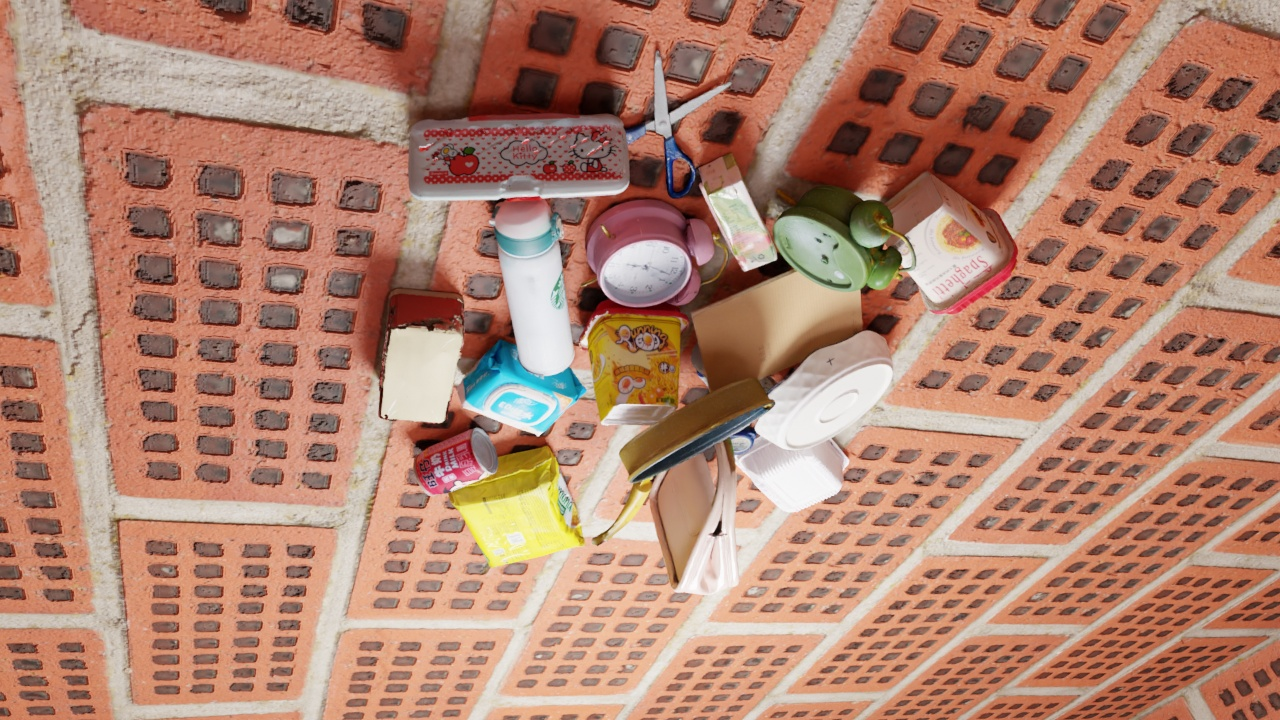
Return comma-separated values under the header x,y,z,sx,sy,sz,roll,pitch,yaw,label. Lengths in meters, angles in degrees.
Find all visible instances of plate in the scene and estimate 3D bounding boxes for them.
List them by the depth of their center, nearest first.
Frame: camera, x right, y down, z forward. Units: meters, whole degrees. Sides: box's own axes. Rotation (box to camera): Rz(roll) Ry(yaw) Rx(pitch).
x,y,z,sx,sy,sz,roll,pitch,yaw,label
0.244,0.047,1.190,0.204,0.045,0.205,-26,151,-16,plate

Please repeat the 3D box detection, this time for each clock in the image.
x,y,z,sx,sy,sz,roll,pitch,yaw,label
0.217,-0.127,0.971,0.056,0.161,0.116,-52,139,-17,clock
0.019,-0.111,1.000,0.158,0.059,0.117,2,138,-18,clock

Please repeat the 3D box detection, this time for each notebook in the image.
x,y,z,sx,sy,sz,roll,pitch,yaw,label
0.169,-0.043,1.094,0.211,0.012,0.150,-23,135,-6,notebook

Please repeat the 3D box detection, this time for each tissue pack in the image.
x,y,z,sx,sy,sz,roll,pitch,yaw,label
-0.147,0.036,1.125,0.140,0.063,0.090,25,127,-34,tissue pack

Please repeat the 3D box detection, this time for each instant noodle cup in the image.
x,y,z,sx,sy,sz,roll,pitch,yaw,label
0.333,-0.133,1.019,0.124,0.116,0.117,34,123,-26,instant noodle cup
-0.006,0.006,1.059,0.116,0.123,0.116,3,159,-16,instant noodle cup
0.230,0.163,1.364,0.138,0.060,0.173,-29,138,18,instant noodle cup

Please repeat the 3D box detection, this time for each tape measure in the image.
x,y,z,sx,sy,sz,roll,pitch,yaw,label
0.133,0.111,1.306,0.058,0.025,0.055,3,139,-11,tape measure

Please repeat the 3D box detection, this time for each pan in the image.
x,y,z,sx,sy,sz,roll,pitch,yaw,label
0.028,0.137,1.143,0.197,0.078,0.359,-15,163,-46,pan

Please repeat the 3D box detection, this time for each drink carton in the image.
x,y,z,sx,sy,sz,roll,pitch,yaw,label
0.102,-0.155,0.975,0.045,0.053,0.122,-23,137,13,drink carton

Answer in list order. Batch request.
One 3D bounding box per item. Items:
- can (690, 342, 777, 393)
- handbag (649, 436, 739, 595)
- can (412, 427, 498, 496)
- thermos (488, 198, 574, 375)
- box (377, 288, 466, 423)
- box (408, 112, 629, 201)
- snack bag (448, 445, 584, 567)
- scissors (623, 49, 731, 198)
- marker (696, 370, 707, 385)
x,y,z,sx,sy,sz,roll,pitch,yaw,label
0.126,0.021,1.177,0.058,0.058,0.146,-31,136,21,can
0.086,0.187,1.271,0.093,0.193,0.235,-2,128,-15,handbag
-0.244,0.135,1.211,0.094,0.066,0.066,-23,138,12,can
-0.112,-0.080,0.998,0.073,0.073,0.225,-8,139,-5,thermos
-0.252,0.005,1.054,0.091,0.077,0.169,5,137,-17,box
-0.112,-0.178,0.854,0.201,0.098,0.095,-3,133,-4,box
-0.178,0.223,1.327,0.158,0.068,0.247,-13,140,1,snack bag
0.013,-0.225,0.906,0.162,0.012,0.174,-12,139,0,scissors
0.112,0.048,1.236,0.017,0.016,0.146,-26,137,16,marker
